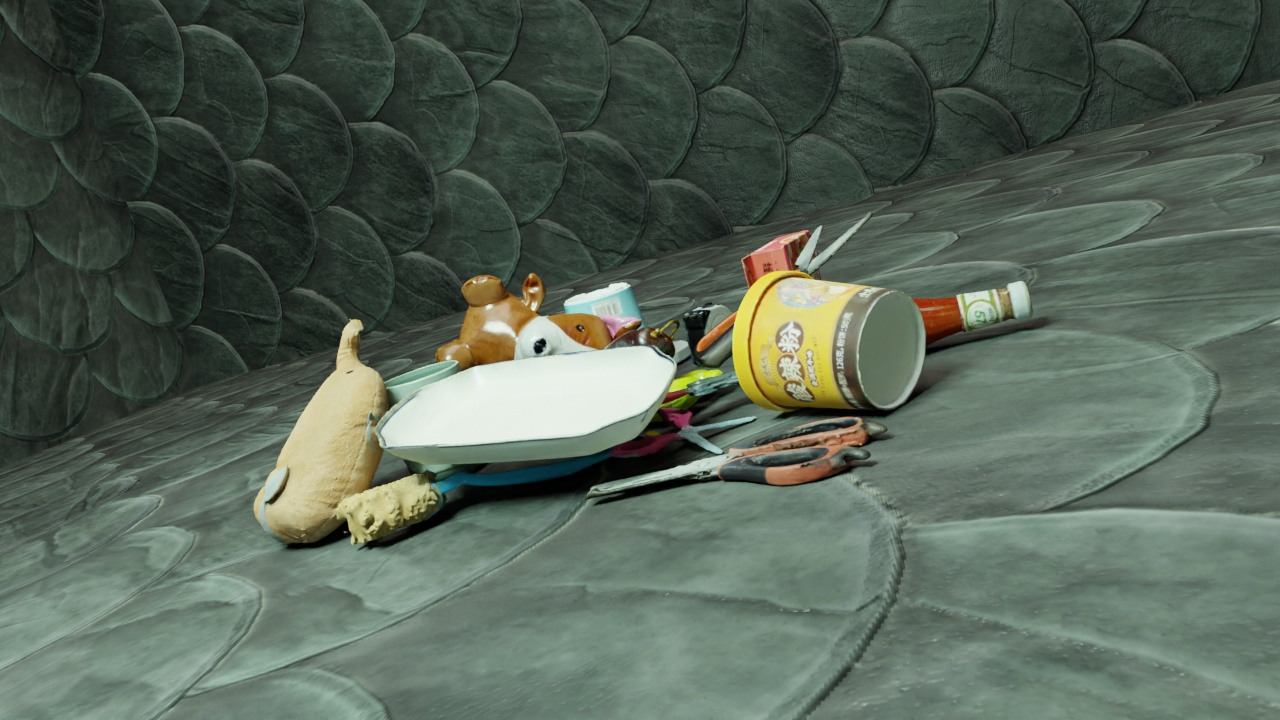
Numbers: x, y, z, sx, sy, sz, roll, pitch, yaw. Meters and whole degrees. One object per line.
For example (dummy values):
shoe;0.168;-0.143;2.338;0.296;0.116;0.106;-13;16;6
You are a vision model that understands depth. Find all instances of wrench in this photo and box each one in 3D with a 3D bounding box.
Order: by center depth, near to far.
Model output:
wrench;-0.009;0.042;0.812;0.273;0.016;0.056;-14;5;-8

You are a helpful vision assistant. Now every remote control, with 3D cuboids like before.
remote control;0.004;-0.003;1.164;0.125;0.024;0.048;-11;11;33

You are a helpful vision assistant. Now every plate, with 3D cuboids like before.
plate;-0.095;0.043;0.768;0.266;0.034;0.161;-6;23;22

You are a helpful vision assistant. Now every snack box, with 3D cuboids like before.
snack box;0.171;-0.082;1.060;0.044;0.113;0.126;-9;13;30

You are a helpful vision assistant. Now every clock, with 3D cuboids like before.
clock;-0.005;0.005;0.893;0.122;0.055;0.082;-42;-11;8

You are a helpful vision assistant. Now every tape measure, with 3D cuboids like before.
tape measure;0.084;-0.033;1.075;0.034;0.066;0.065;-1;20;42

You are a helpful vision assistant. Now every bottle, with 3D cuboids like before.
bottle;0.245;-0.032;0.835;0.206;0.060;0.059;-13;11;19

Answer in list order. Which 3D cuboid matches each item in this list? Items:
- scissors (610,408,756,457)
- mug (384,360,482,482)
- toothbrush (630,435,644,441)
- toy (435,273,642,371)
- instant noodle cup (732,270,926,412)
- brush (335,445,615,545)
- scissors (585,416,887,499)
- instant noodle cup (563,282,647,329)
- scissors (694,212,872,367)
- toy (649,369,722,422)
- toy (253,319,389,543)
scissors;0.035;0.061;0.780;0.133;0.017;0.134;-12;14;-14
mug;-0.199;0.064;0.902;0.082;0.106;0.112;-19;10;-18
toothbrush;-0.039;0.064;0.796;0.014;0.017;0.189;-12;2;-25
toy;-0.108;-0.017;0.974;0.200;0.140;0.130;21;0;12
instant noodle cup;0.154;-0.012;0.736;0.118;0.118;0.115;-25;21;-37
brush;-0.133;0.105;0.782;0.254;0.046;0.083;-13;-1;-7
scissors;0.062;0.078;0.659;0.204;0.015;0.199;-21;12;-22
instant noodle cup;-0.034;-0.022;1.053;0.111;0.120;0.111;-16;10;3
scissors;0.143;-0.061;0.890;0.221;0.021;0.227;-36;20;16
toy;0.035;0.034;0.892;0.097;0.031;0.100;-26;2;13
toy;-0.283;0.063;0.858;0.144;0.082;0.225;-6;56;41
